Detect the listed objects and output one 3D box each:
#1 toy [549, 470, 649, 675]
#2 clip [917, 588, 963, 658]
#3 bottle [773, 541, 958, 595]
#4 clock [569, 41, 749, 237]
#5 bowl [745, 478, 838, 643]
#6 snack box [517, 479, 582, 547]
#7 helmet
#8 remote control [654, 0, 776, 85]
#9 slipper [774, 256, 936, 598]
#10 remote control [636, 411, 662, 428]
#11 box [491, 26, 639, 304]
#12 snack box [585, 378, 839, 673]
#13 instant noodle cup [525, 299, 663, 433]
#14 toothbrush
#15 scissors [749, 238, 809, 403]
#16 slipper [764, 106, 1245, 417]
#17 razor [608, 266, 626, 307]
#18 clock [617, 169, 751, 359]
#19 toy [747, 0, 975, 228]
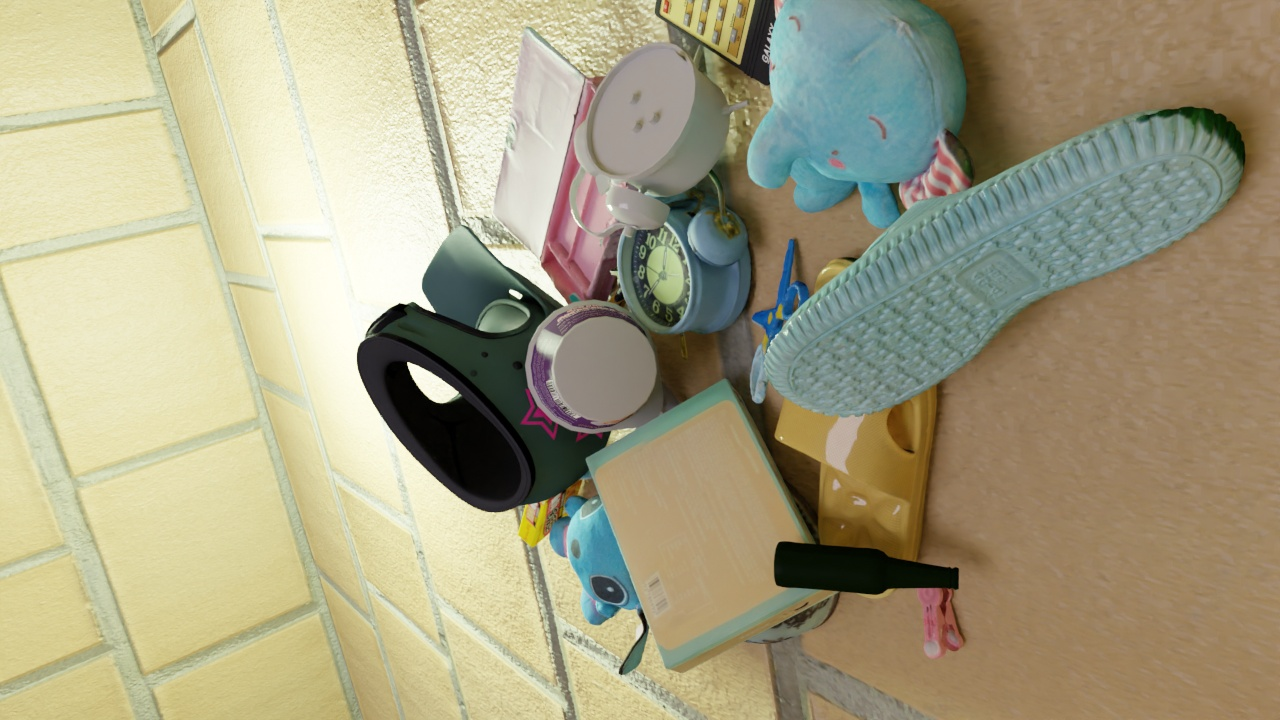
[{"bbox_3d":[-0.036,0.223,0.991,0.192,0.098,0.224,128,128,-60],"label":"toy"},{"bbox_3d":[0.212,0.189,0.663,0.023,0.045,0.059,-10,113,54],"label":"clip"},{"bbox_3d":[0.156,0.146,0.636,0.123,0.033,0.033,0,112,20],"label":"bottle"},{"bbox_3d":[-0.001,-0.163,0.691,0.159,0.061,0.119,-45,52,22],"label":"clock"},{"bbox_3d":[0.082,0.180,0.796,0.160,0.093,0.160,34,134,44],"label":"bowl"},{"bbox_3d":[-0.098,0.149,1.060,0.025,0.075,0.153,37,138,17],"label":"snack box"},{"bbox_3d":[-0.144,0.008,0.927,0.275,0.199,0.177,46,132,-4],"label":"helmet"},{"bbox_3d":[0.058,-0.252,0.660,0.133,0.013,0.058,44,140,34],"label":"remote control"},{"bbox_3d":[0.148,0.062,0.647,0.099,0.078,0.264,23,128,48],"label":"slipper"},{"bbox_3d":[0.024,0.097,0.900,0.050,0.022,0.133,6,112,56],"label":"remote control"},{"bbox_3d":[-0.067,-0.171,0.869,0.179,0.039,0.233,50,143,21],"label":"box"},{"bbox_3d":[0.051,0.128,0.737,0.044,0.141,0.193,45,-162,-55],"label":"snack box"},{"bbox_3d":[-0.029,0.011,0.776,0.137,0.122,0.122,37,176,-6],"label":"instant noodle cup"},{"bbox_3d":[-0.005,0.005,0.864,0.188,0.019,0.018,49,155,12],"label":"toothbrush"},{"bbox_3d":[0.101,-0.028,0.682,0.125,0.013,0.126,-140,64,-81],"label":"scissors"},{"bbox_3d":[0.176,-0.053,0.502,0.277,0.116,0.069,-35,46,38],"label":"slipper"},{"bbox_3d":[-0.023,-0.057,0.876,0.021,0.044,0.144,49,150,9],"label":"razor"},{"bbox_3d":[0.036,-0.089,0.744,0.118,0.060,0.162,44,136,36],"label":"clock"},{"bbox_3d":[0.113,-0.147,0.560,0.183,0.114,0.181,57,157,7],"label":"toy"}]
